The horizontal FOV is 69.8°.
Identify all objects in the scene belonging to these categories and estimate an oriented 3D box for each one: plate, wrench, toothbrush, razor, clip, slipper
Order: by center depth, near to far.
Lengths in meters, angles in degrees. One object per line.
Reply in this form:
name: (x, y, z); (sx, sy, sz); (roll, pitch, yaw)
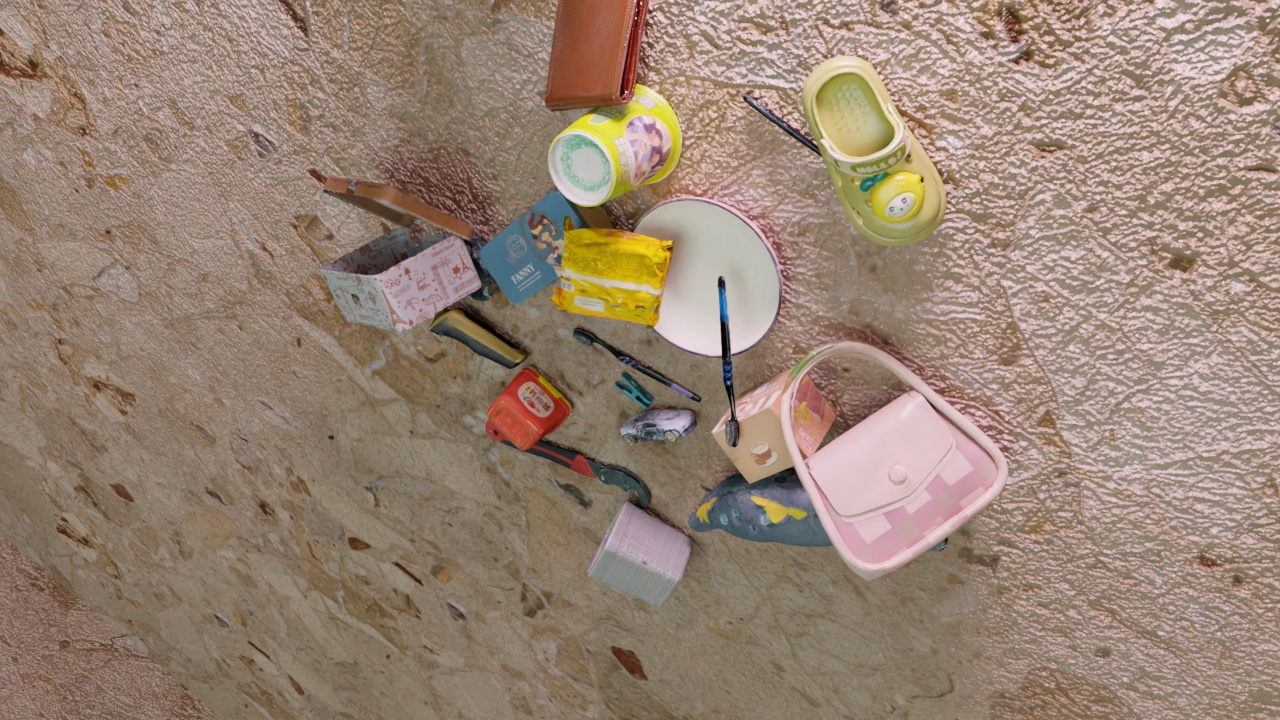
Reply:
slipper: (0.211, -0.189, 0.848); (0.092, 0.081, 0.190); (-27, 98, 23)
toothbrush: (0.171, -0.208, 0.911); (0.181, 0.015, 0.018); (40, 103, 6)
toothbrush: (0.094, 0.002, 0.999); (0.014, 0.016, 0.189); (0, 97, 41)
plate: (0.073, -0.096, 1.028); (0.193, 0.038, 0.193); (16, 125, 23)
toothbrush: (-0.007, 0.007, 1.159); (0.189, 0.016, 0.014); (29, 130, 11)
clip: (-0.008, 0.040, 1.182); (0.056, 0.014, 0.040); (42, 132, 5)
razor: (-0.227, -0.042, 1.248); (0.167, 0.062, 0.068); (32, 99, 5)
wrench: (-0.107, 0.142, 1.307); (0.273, 0.016, 0.056); (22, 127, 18)

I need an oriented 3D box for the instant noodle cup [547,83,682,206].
instant noodle cup: (-0.033, -0.219, 0.961); (0.112, 0.123, 0.112); (16, 125, 24)

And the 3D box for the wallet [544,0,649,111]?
wallet: (-0.047, -0.317, 0.934); (0.101, 0.032, 0.124); (9, 90, 31)

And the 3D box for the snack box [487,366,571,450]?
snack box: (-0.155, 0.069, 1.248); (0.091, 0.079, 0.082); (44, 132, 1)

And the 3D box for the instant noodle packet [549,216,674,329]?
instant noodle packet: (-0.033, -0.097, 1.023); (0.128, 0.044, 0.111); (13, 120, 5)

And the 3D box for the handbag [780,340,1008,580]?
handbag: (0.244, 0.089, 0.959); (0.193, 0.093, 0.234); (-34, 84, -1)

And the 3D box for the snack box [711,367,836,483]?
snack box: (0.153, 0.073, 1.047); (0.093, 0.094, 0.077); (-30, 100, 40)

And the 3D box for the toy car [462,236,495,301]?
toy car: (-0.216, -0.120, 1.198); (0.043, 0.034, 0.091); (1, 120, 29)

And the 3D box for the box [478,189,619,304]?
box: (-0.116, -0.140, 1.106); (0.185, 0.061, 0.090); (-32, 98, 39)

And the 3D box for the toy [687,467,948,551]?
toy: (0.178, 0.180, 1.089); (0.357, 0.091, 0.138); (-3, 147, 39)

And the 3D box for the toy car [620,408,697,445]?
toy car: (0.022, 0.081, 1.165); (0.106, 0.048, 0.031); (-7, 116, 34)

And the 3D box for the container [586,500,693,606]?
container: (0.002, 0.269, 1.263); (0.114, 0.090, 0.090); (27, 131, -1)

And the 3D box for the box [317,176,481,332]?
box: (-0.307, -0.153, 1.129); (0.183, 0.152, 0.178); (11, 131, 48)
